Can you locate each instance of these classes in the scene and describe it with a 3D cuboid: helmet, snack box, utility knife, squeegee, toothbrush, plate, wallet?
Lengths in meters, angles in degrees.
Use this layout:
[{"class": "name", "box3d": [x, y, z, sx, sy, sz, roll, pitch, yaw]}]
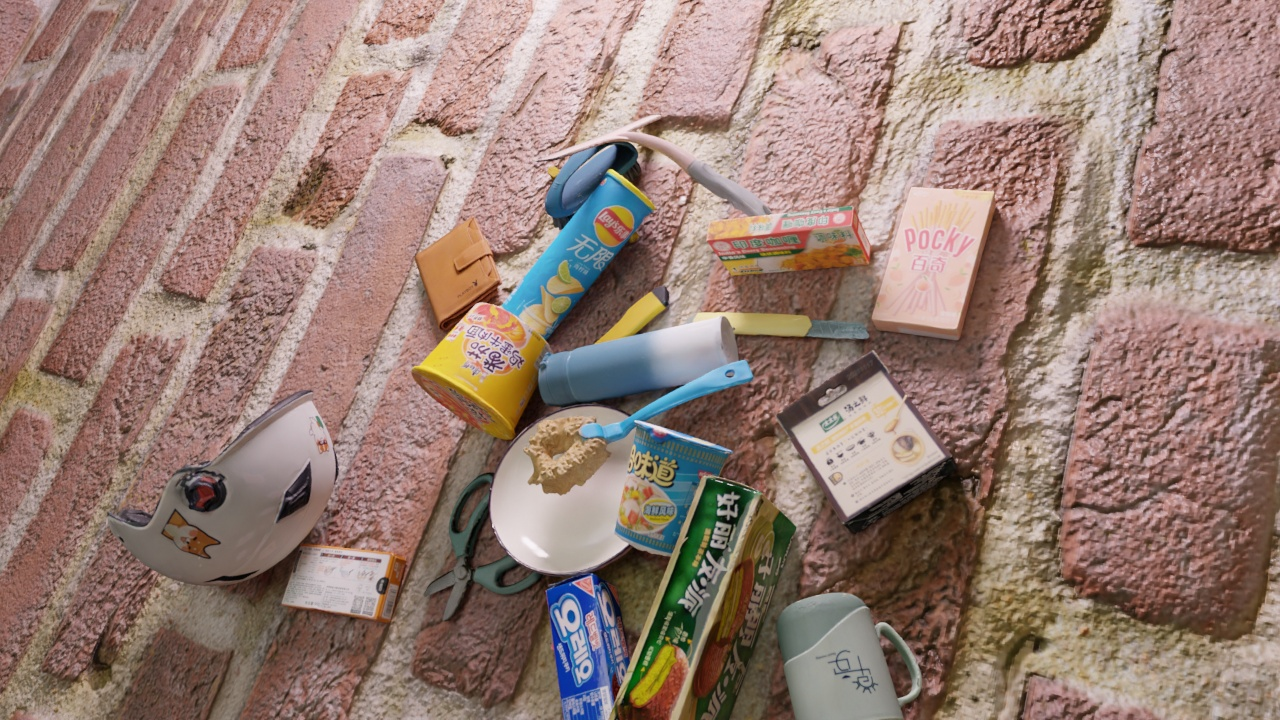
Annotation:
[{"class": "helmet", "box3d": [-0.465, 0.170, 1.087, 0.274, 0.230, 0.157, -32, 97, 8]}, {"class": "snack box", "box3d": [0.058, 0.232, 0.811, 0.063, 0.114, 0.239, 13, 72, 31]}, {"class": "snack box", "box3d": [-0.348, 0.258, 1.071, 0.154, 0.026, 0.075, -1, 65, 28]}, {"class": "snack box", "box3d": [0.207, 0.076, 0.850, 0.113, 0.053, 0.125, -34, 53, 9]}, {"class": "utility knife", "box3d": [0.137, -0.036, 0.967, 0.213, 0.022, 0.031, 2, 68, 36]}, {"class": "snack box", "box3d": [0.156, -0.124, 0.967, 0.156, 0.077, 0.027, -2, 65, 28]}, {"class": "squeegee", "box3d": [0.052, -0.220, 1.054, 0.250, 0.040, 0.246, 31, 37, 16]}, {"class": "utility knife", "box3d": [-0.031, -0.024, 1.054, 0.170, 0.015, 0.033, -41, 48, 5]}, {"class": "snack box", "box3d": [0.292, -0.099, 0.912, 0.085, 0.026, 0.157, 10, 71, 32]}, {"class": "toothbrush", "box3d": [-0.063, -0.200, 1.162, 0.015, 0.016, 0.190, -46, 53, -1]}, {"class": "plate", "box3d": [-0.065, 0.138, 0.962, 0.193, 0.039, 0.192, -10, 57, 15]}, {"class": "wallet", "box3d": [-0.239, -0.116, 1.206, 0.108, 0.031, 0.131, -34, 55, 11]}, {"class": "snack box", "box3d": [-0.041, 0.308, 0.860, 0.057, 0.058, 0.207, -23, 57, 16]}]

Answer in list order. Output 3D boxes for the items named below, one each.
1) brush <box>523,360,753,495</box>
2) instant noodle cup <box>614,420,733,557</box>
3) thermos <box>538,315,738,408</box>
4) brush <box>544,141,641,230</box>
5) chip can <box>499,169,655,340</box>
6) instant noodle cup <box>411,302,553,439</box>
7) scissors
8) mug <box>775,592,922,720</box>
[{"class": "brush", "box3d": [-0.006, 0.060, 0.931, 0.255, 0.046, 0.083, -25, 52, 8]}, {"class": "instant noodle cup", "box3d": [0.023, 0.122, 0.862, 0.099, 0.099, 0.110, 18, 89, 34]}, {"class": "thermos", "box3d": [-0.006, 0.006, 0.990, 0.221, 0.070, 0.070, -12, 60, 20]}, {"class": "brush", "box3d": [-0.060, -0.224, 1.120, 0.143, 0.073, 0.055, -42, 50, -19]}, {"class": "chip can", "box3d": [-0.075, -0.122, 1.082, 0.210, 0.071, 0.071, -50, 53, 3]}, {"class": "instant noodle cup", "box3d": [-0.174, 0.008, 1.047, 0.138, 0.138, 0.109, 18, 66, 34]}, {"class": "scissors", "box3d": [-0.159, 0.208, 1.001, 0.181, 0.019, 0.170, 7, 67, 30]}, {"class": "mug", "box3d": [0.175, 0.254, 0.765, 0.111, 0.082, 0.106, -5, 57, -8]}]
